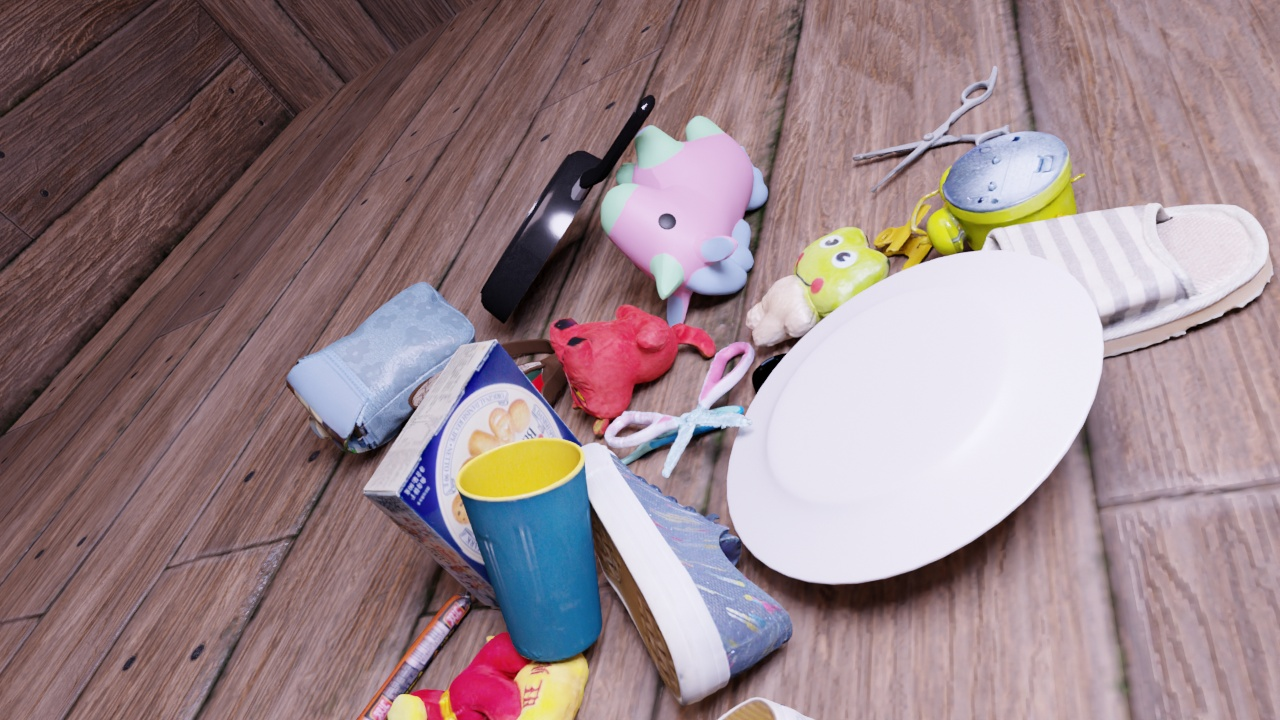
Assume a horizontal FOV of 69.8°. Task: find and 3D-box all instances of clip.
[{"bbox_3d":[0.201,-0.095,0.705,0.048,0.045,0.054,28,70,30],"label":"clip"}]

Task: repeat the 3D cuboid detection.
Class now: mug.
[{"bbox_3d":[-0.062,0.118,0.566,0.078,0.121,0.078,-9,20,3],"label":"mug"}]

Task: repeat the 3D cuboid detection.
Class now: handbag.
[{"bbox_3d":[-0.136,0.022,0.878,0.167,0.063,0.138,-6,34,42],"label":"handbag"},{"bbox_3d":[-0.268,0.013,0.978,0.122,0.119,0.191,39,64,18],"label":"handbag"}]

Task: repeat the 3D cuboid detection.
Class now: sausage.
[{"bbox_3d":[-0.173,0.231,0.676,0.020,0.020,0.155,6,53,49],"label":"sausage"}]

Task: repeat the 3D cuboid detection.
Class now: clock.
[{"bbox_3d":[0.247,-0.114,0.647,0.119,0.057,0.083,-2,48,38],"label":"clock"}]

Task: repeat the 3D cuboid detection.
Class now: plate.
[{"bbox_3d":[0.144,0.021,0.541,0.243,0.016,0.242,-35,27,21],"label":"plate"}]

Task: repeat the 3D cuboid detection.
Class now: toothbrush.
[{"bbox_3d":[0.017,0.060,0.703,0.135,0.017,0.022,-25,22,21],"label":"toothbrush"}]

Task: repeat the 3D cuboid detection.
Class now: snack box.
[{"bbox_3d":[-0.112,0.085,0.681,0.043,0.145,0.144,-8,42,38],"label":"snack box"}]

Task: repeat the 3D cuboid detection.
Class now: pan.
[{"bbox_3d":[-0.075,-0.160,0.911,0.203,0.044,0.357,-63,11,-30],"label":"pan"}]

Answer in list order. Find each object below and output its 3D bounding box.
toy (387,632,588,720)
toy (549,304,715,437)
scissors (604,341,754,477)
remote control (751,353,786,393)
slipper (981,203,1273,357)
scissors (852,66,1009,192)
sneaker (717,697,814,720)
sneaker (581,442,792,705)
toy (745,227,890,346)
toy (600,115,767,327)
[{"bbox_3d":[-0.098,0.215,0.583,0.137,0.067,0.105,-24,26,8],"label":"toy"},{"bbox_3d":[-0.005,0.005,0.770,0.133,0.094,0.088,-10,23,-6],"label":"toy"},{"bbox_3d":[0.027,0.043,0.685,0.169,0.014,0.170,-24,21,30],"label":"scissors"},{"bbox_3d":[0.104,0.037,0.629,0.041,0.020,0.151,-31,25,11],"label":"remote control"},{"bbox_3d":[0.233,-0.038,0.579,0.273,0.054,0.114,-17,32,32],"label":"slipper"},{"bbox_3d":[0.262,-0.200,0.792,0.174,0.014,0.142,-49,36,-19],"label":"scissors"},{"bbox_3d":[0.020,0.242,0.400,0.242,0.088,0.118,-51,13,26],"label":"sneaker"},{"bbox_3d":[0.016,0.113,0.582,0.079,0.087,0.235,-18,26,-13],"label":"sneaker"},{"bbox_3d":[0.132,-0.054,0.708,0.118,0.043,0.092,-34,32,10],"label":"toy"},{"bbox_3d":[0.056,-0.136,0.836,0.221,0.171,0.120,-25,-21,-40],"label":"toy"}]
